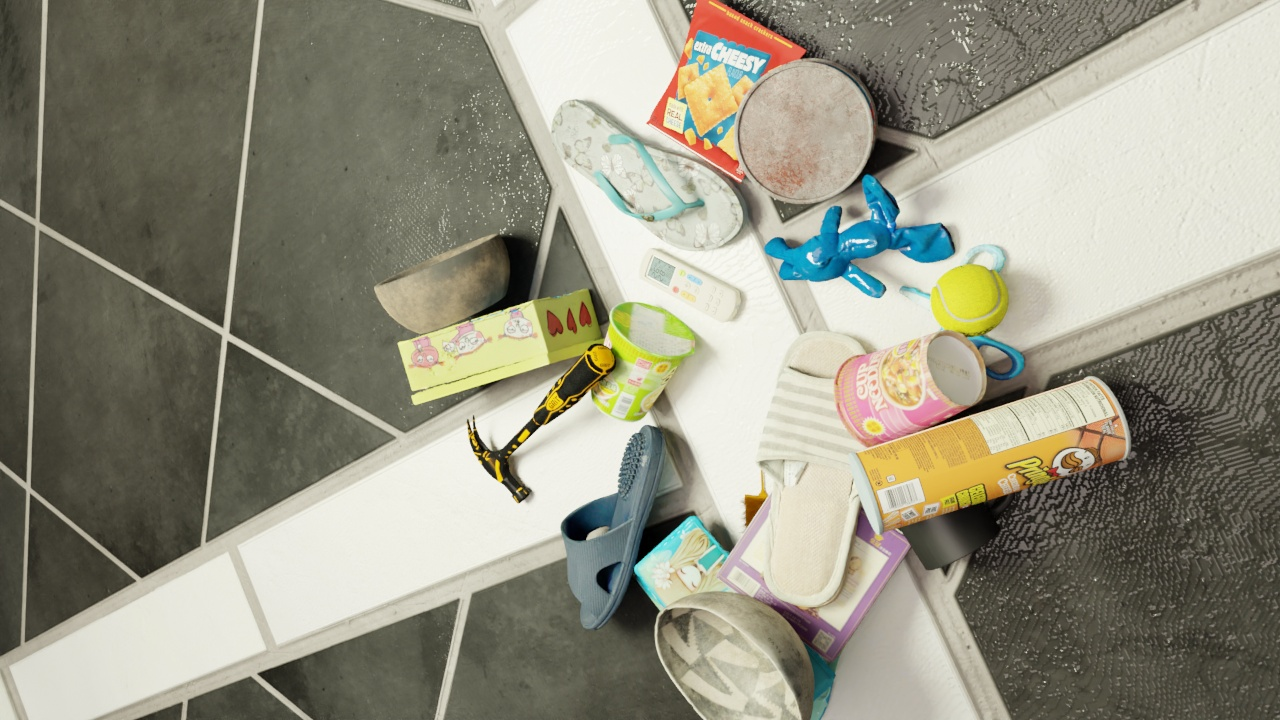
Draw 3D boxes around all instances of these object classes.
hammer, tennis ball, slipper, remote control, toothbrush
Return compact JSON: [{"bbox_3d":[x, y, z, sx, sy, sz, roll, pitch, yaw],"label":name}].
[{"bbox_3d":[-0.118,0.065,1.068,0.123,0.036,0.322,50,138,3],"label":"hammer"},{"bbox_3d":[0.292,-0.053,0.815,0.065,0.065,0.065,6,102,31],"label":"tennis ball"},{"bbox_3d":[-0.045,0.192,1.052,0.082,0.101,0.264,14,107,-17],"label":"slipper"},{"bbox_3d":[0.171,0.106,0.900,0.114,0.054,0.272,5,85,17],"label":"slipper"},{"bbox_3d":[-0.008,-0.193,0.992,0.269,0.054,0.098,35,127,25],"label":"slipper"},{"bbox_3d":[0.052,-0.082,1.000,0.126,0.018,0.038,31,113,25],"label":"remote control"},{"bbox_3d":[0.201,0.343,0.987,0.022,0.017,0.135,25,111,25],"label":"toothbrush"}]

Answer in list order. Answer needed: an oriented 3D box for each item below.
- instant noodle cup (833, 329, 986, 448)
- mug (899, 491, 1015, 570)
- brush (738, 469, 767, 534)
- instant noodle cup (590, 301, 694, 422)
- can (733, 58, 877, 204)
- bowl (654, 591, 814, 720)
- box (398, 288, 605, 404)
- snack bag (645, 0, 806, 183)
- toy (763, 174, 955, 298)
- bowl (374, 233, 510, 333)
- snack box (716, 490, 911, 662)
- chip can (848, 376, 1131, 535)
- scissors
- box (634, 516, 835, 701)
[{"bbox_3d":[0.246,0.023,0.829,0.109,0.097,0.097,-35,79,57],"label":"instant noodle cup"},{"bbox_3d":[0.294,0.130,0.862,0.113,0.078,0.088,-32,81,5],"label":"mug"},{"bbox_3d":[0.131,0.168,0.997,0.048,0.017,0.126,2,100,32],"label":"brush"},{"bbox_3d":[-0.006,0.006,1.013,0.099,0.098,0.108,39,124,20],"label":"instant noodle cup"},{"bbox_3d":[0.157,-0.218,0.872,0.130,0.044,0.130,7,114,17],"label":"can"},{"bbox_3d":[0.104,0.290,0.903,0.178,0.081,0.179,26,134,30],"label":"bowl"},{"bbox_3d":[-0.164,-0.016,1.087,0.221,0.124,0.083,-13,94,30],"label":"box"},{"bbox_3d":[0.083,-0.275,0.930,0.131,0.039,0.144,37,122,19],"label":"snack bag"},{"bbox_3d":[0.193,-0.115,0.871,0.177,0.070,0.113,-13,118,35],"label":"toy"},{"bbox_3d":[-0.227,-0.088,1.094,0.163,0.161,0.070,-14,106,33],"label":"bowl"},{"bbox_3d":[0.176,0.201,0.931,0.143,0.040,0.148,34,92,21],"label":"snack box"},{"bbox_3d":[0.296,0.082,0.789,0.215,0.075,0.075,-18,89,4],"label":"chip can"},{"bbox_3d":[0.306,-0.038,0.855,0.139,0.011,0.134,45,116,16],"label":"scissors"},{"bbox_3d":[0.082,0.304,1.008,0.227,0.085,0.170,48,127,15],"label":"box"}]
